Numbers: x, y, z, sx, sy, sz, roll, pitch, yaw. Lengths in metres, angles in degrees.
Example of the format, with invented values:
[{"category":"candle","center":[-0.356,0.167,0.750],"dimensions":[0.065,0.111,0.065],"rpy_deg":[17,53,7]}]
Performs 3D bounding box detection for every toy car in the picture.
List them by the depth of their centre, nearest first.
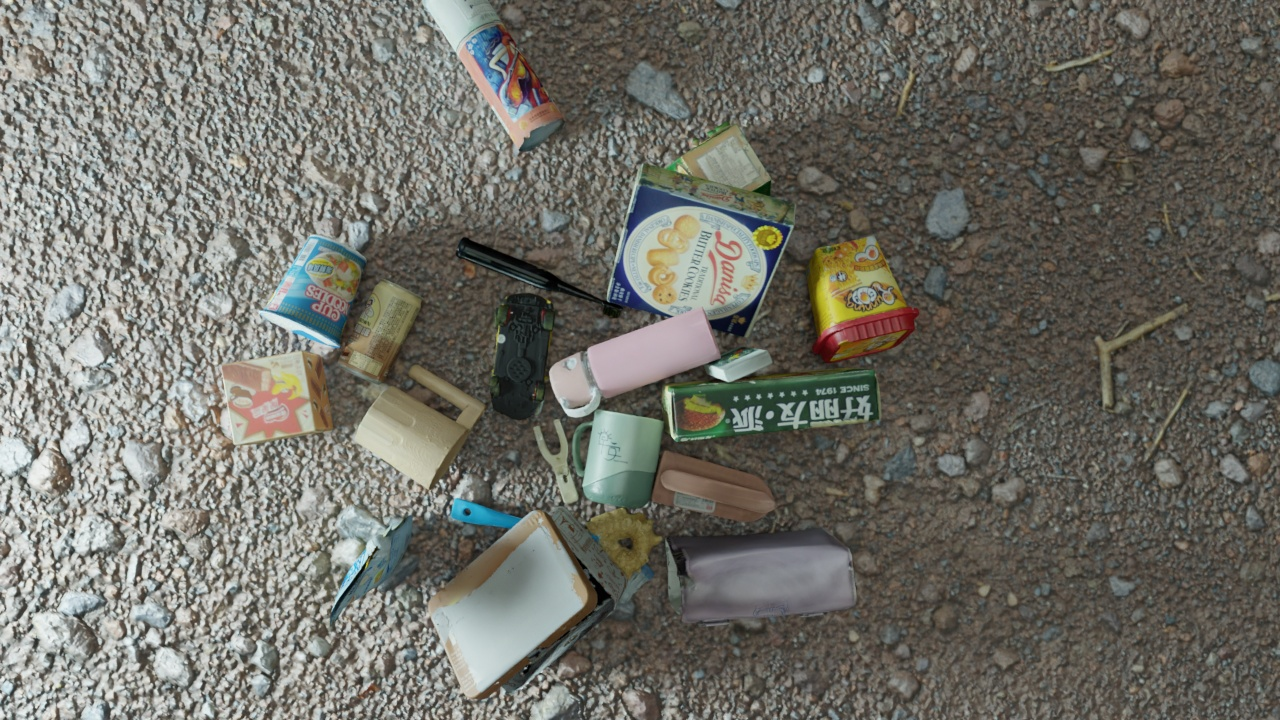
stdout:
[{"category":"toy car","center":[-0.144,-0.006,1.103],"dimensions":[0.071,0.041,0.155],"rpy_deg":[6,85,-3]}]

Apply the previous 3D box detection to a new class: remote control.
[{"category":"remote control","center":[0.111,0.003,1.072],"dimensions":[0.056,0.135,0.019],"rpy_deg":[-23,95,-4]}]

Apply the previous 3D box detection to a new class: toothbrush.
[{"category":"toothbrush","center":[-0.122,-0.099,1.120],"dimensions":[0.212,0.026,0.027],"rpy_deg":[22,120,-3]}]

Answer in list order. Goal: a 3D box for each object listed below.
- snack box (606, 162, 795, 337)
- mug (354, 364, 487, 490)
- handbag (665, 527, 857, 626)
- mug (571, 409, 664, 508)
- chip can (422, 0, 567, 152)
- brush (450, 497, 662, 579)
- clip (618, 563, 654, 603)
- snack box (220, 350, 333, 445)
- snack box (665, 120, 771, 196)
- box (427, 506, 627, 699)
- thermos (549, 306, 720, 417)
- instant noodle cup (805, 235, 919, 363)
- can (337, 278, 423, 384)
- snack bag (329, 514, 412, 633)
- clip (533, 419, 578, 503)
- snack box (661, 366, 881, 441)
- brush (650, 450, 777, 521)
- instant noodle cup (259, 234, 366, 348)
[{"category":"snack box","center":[0.066,-0.123,1.063],"dimensions":[0.182,0.178,0.045],"rpy_deg":[14,46,-2]},{"category":"mug","center":[-0.257,0.074,1.079],"dimensions":[0.103,0.084,0.124],"rpy_deg":[32,61,0]},{"category":"handbag","center":[0.134,0.250,1.055],"dimensions":[0.197,0.145,0.098],"rpy_deg":[-4,84,-3]},{"category":"mug","center":[-0.034,0.115,1.090],"dimensions":[0.112,0.082,0.106],"rpy_deg":[8,86,27]},{"category":"chip can","center":[-0.176,-0.359,1.108],"dimensions":[0.071,0.071,0.214],"rpy_deg":[-32,90,-5]},{"category":"brush","center":[-0.102,0.202,1.095],"dimensions":[0.255,0.046,0.083],"rpy_deg":[11,92,2]},{"category":"clip","center":[-0.009,0.268,1.107],"dimensions":[0.056,0.028,0.024],"rpy_deg":[-41,91,-15]},{"category":"snack box","center":[-0.420,0.044,1.065],"dimensions":[0.092,0.077,0.094],"rpy_deg":[-10,87,-5]},{"category":"snack box","center":[0.096,-0.214,1.099],"dimensions":[0.118,0.105,0.117],"rpy_deg":[-32,90,-4]},{"category":"box","center":[-0.129,0.267,1.009],"dimensions":[0.182,0.158,0.148],"rpy_deg":[-42,91,11]},{"category":"thermos","center":[-0.006,0.006,1.078],"dimensions":[0.199,0.087,0.067],"rpy_deg":[-20,133,6]},{"category":"instant noodle cup","center":[0.257,-0.074,1.104],"dimensions":[0.116,0.116,0.123],"rpy_deg":[-13,76,-4]},{"category":"can","center":[-0.307,-0.034,1.086],"dimensions":[0.058,0.058,0.116],"rpy_deg":[26,85,-2]},{"category":"snack bag","center":[-0.293,0.225,1.006],"dimensions":[0.039,0.191,0.110],"rpy_deg":[39,85,-2]},{"category":"clip","center":[-0.098,0.121,1.110],"dimensions":[0.034,0.076,0.103],"rpy_deg":[-20,98,-6]},{"category":"snack box","center":[0.149,0.050,1.081],"dimensions":[0.240,0.114,0.063],"rpy_deg":[-5,91,-3]},{"category":"brush","center":[0.089,0.155,1.094],"dimensions":[0.145,0.073,0.063],"rpy_deg":[15,85,-4]},{"category":"instant noodle cup","center":[-0.376,-0.084,1.072],"dimensions":[0.099,0.099,0.109],"rpy_deg":[21,78,-2]}]
